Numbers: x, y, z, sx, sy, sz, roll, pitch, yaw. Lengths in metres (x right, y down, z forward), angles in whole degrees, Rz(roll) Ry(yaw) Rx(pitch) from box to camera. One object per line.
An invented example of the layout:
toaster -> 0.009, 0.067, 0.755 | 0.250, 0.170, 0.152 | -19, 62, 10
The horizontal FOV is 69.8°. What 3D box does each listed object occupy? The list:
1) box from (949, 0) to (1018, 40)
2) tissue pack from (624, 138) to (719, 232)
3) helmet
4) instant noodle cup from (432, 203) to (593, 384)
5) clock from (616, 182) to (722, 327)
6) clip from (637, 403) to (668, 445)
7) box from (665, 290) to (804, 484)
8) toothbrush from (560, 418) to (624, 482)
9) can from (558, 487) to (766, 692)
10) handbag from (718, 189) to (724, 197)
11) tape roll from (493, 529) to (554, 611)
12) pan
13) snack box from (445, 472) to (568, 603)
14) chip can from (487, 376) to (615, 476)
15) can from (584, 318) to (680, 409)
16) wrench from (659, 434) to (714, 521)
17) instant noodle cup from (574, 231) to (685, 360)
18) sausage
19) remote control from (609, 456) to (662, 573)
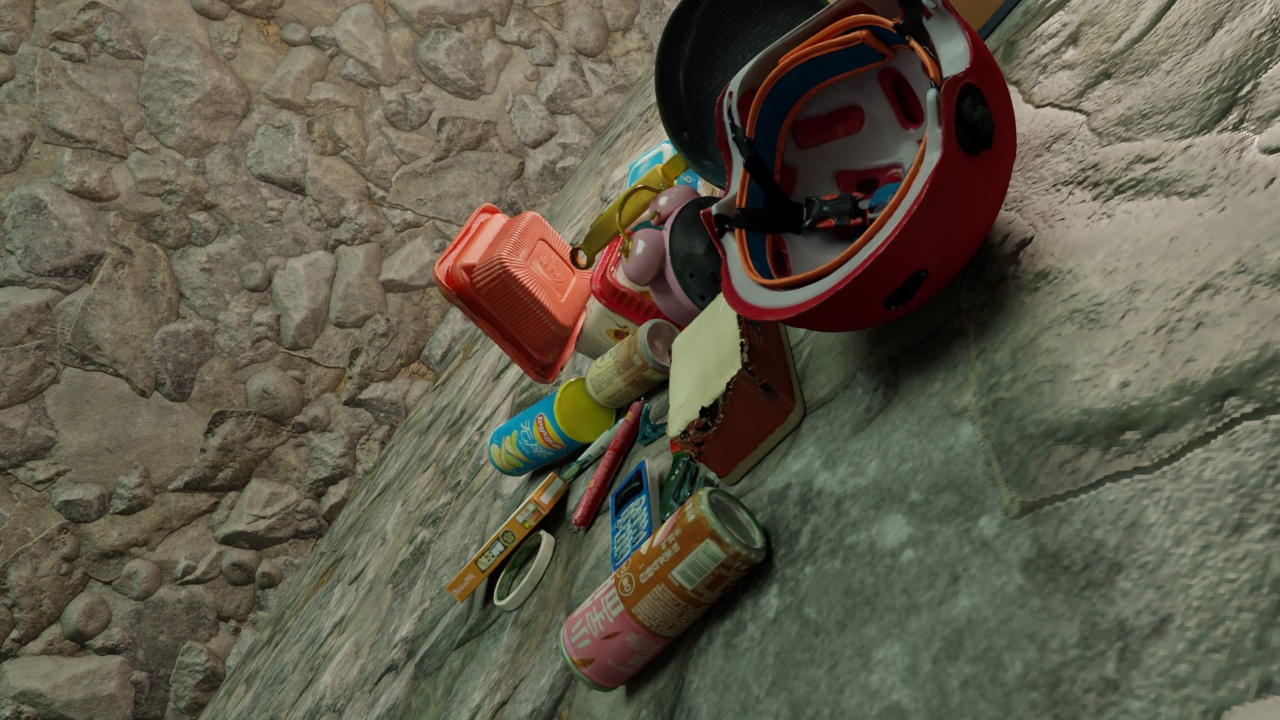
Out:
box -> 0.251, -0.282, 0.816 | 0.185, 0.060, 0.089 | -50, 15, 20
tissue pack -> 0.032, -0.186, 0.980 | 0.140, 0.063, 0.090 | -15, 62, 57
helmet -> 0.151, -0.114, 0.595 | 0.208, 0.143, 0.239 | -24, 52, 50
instant noodle cup -> -0.122, -0.083, 1.016 | 0.079, 0.189, 0.164 | -28, 27, 34
clock -> 0.046, -0.094, 0.821 | 0.060, 0.158, 0.117 | -24, 31, 55
clip -> 0.009, 0.062, 0.846 | 0.054, 0.033, 0.013 | -57, 5, 49
box -> 0.062, 0.008, 0.706 | 0.091, 0.076, 0.168 | -46, 16, 22
toothbrush -> -0.066, 0.111, 0.975 | 0.192, 0.016, 0.018 | -43, 8, 35
can -> 0.013, 0.147, 0.585 | 0.147, 0.058, 0.057 | -47, 17, 21
handbag -> 0.079, -0.172, 1.047 | 0.194, 0.075, 0.133 | -38, 27, 49
tape roll -> -0.116, 0.208, 0.912 | 0.086, 0.014, 0.085 | -48, 16, 18
pan -> 0.050, -0.200, 0.857 | 0.359, 0.197, 0.078 | -41, -5, 41
snack box -> -0.140, 0.187, 0.970 | 0.154, 0.026, 0.075 | -48, -1, 20
chip can -> -0.108, 0.080, 1.053 | 0.211, 0.071, 0.071 | -30, 28, 56
can -> -0.006, 0.005, 0.940 | 0.117, 0.058, 0.058 | -35, 24, 49
wrench -> 0.041, 0.051, 0.785 | 0.056, 0.016, 0.272 | -46, 17, 25
instant noodle cup -> -0.008, -0.056, 1.006 | 0.124, 0.116, 0.116 | -56, 9, 45
sausage -> -0.029, 0.099, 0.883 | 0.020, 0.020, 0.155 | -27, 30, 58
remote control -> -0.003, 0.126, 0.737 | 0.049, 0.024, 0.124 | -49, 17, 16
